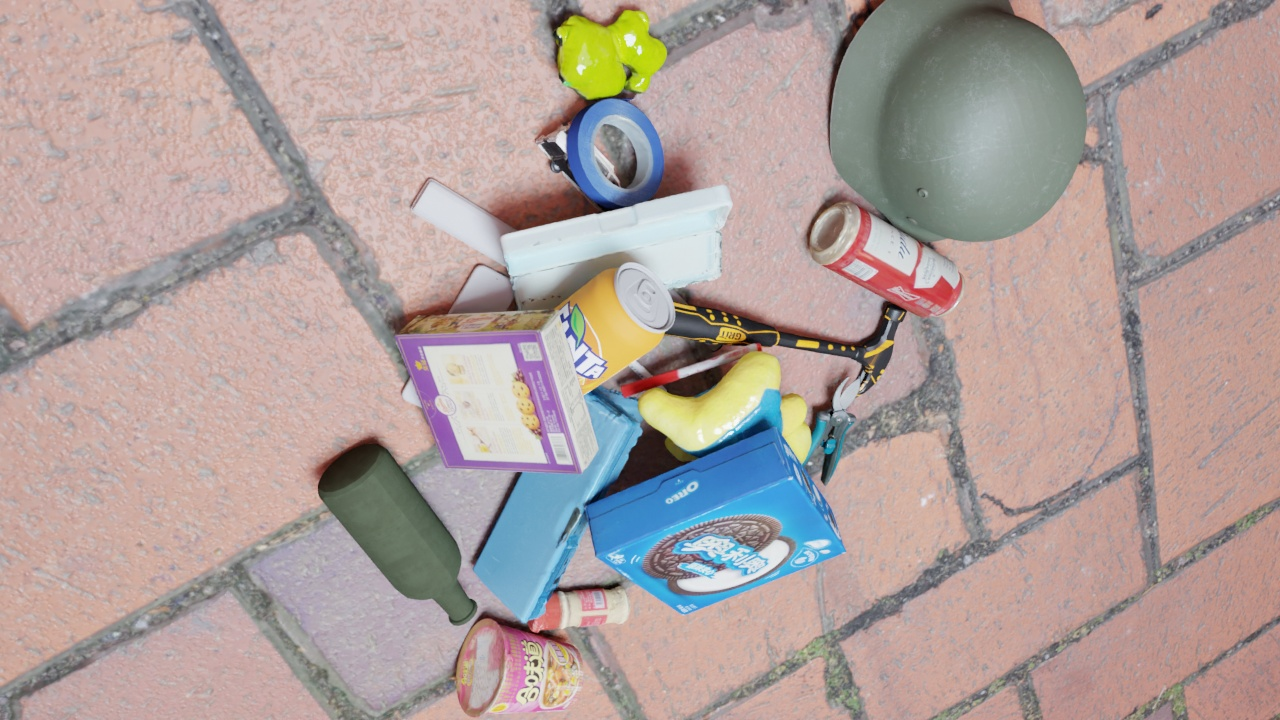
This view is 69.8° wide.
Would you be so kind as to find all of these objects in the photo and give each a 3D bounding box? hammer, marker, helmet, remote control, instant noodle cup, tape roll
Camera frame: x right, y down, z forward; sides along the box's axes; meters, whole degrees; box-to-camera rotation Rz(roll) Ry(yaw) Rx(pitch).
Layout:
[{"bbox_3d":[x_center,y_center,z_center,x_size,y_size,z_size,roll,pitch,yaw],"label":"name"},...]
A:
[{"bbox_3d":[0.132,-0.020,0.923,0.320,0.036,0.123,8,115,-30],"label":"hammer"},{"bbox_3d":[0.049,0.009,0.886,0.142,0.012,0.013,-18,119,11],"label":"marker"},{"bbox_3d":[0.318,-0.208,0.855,0.227,0.153,0.268,-30,131,-6],"label":"helmet"},{"bbox_3d":[-0.166,-0.018,0.841,0.045,0.008,0.147,27,101,-28],"label":"remote control"},{"bbox_3d":[-0.005,0.005,0.910,0.011,0.011,0.152,-44,120,2],"label":"marker"},{"bbox_3d":[-0.123,0.328,0.967,0.108,0.097,0.098,21,104,-35],"label":"instant noodle cup"},{"bbox_3d":[-0.020,-0.177,0.790,0.091,0.016,0.093,-25,105,-36],"label":"tape roll"},{"bbox_3d":[-0.137,-0.112,0.808,0.131,0.012,0.033,30,100,-29],"label":"remote control"},{"bbox_3d":[0.034,-0.057,0.894,0.016,0.016,0.140,-45,119,2],"label":"marker"}]

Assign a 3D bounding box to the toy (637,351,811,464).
[{"bbox_3d":[0.099,0.081,0.914,0.149,0.084,0.214,-23,144,6],"label":"toy"}]

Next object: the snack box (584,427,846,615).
[{"bbox_3d":[0.083,0.169,0.909,0.196,0.056,0.239,-24,145,12],"label":"snack box"}]

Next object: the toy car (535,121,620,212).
[{"bbox_3d":[-0.040,-0.163,0.810,0.113,0.039,0.039,42,72,-30],"label":"toy car"}]

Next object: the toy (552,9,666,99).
[{"bbox_3d":[-0.027,-0.257,0.773,0.093,0.036,0.094,-44,126,-4],"label":"toy"}]

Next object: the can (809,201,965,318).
[{"bbox_3d":[0.250,-0.099,0.926,0.170,0.067,0.067,23,103,-27],"label":"can"}]

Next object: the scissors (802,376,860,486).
[{"bbox_3d":[0.206,0.086,1.009,0.128,0.019,0.153,-31,128,4],"label":"scissors"}]

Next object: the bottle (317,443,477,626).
[{"bbox_3d":[-0.219,0.174,0.870,0.071,0.071,0.207,-31,119,-6],"label":"bottle"}]

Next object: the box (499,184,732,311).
[{"bbox_3d":[-0.020,-0.095,0.810,0.197,0.049,0.136,-13,153,-5],"label":"box"}]

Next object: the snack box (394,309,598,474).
[{"bbox_3d":[-0.124,0.030,0.802,0.148,0.040,0.143,0,120,24],"label":"snack box"}]

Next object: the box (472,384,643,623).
[{"bbox_3d":[-0.066,0.139,0.921,0.102,0.094,0.232,9,111,-55],"label":"box"}]

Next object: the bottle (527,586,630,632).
[{"bbox_3d":[-0.066,0.266,0.984,0.109,0.044,0.044,1,112,-22],"label":"bottle"}]

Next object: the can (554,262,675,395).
[{"bbox_3d":[-0.043,-0.022,0.811,0.079,0.079,0.143,33,132,-29],"label":"can"}]
